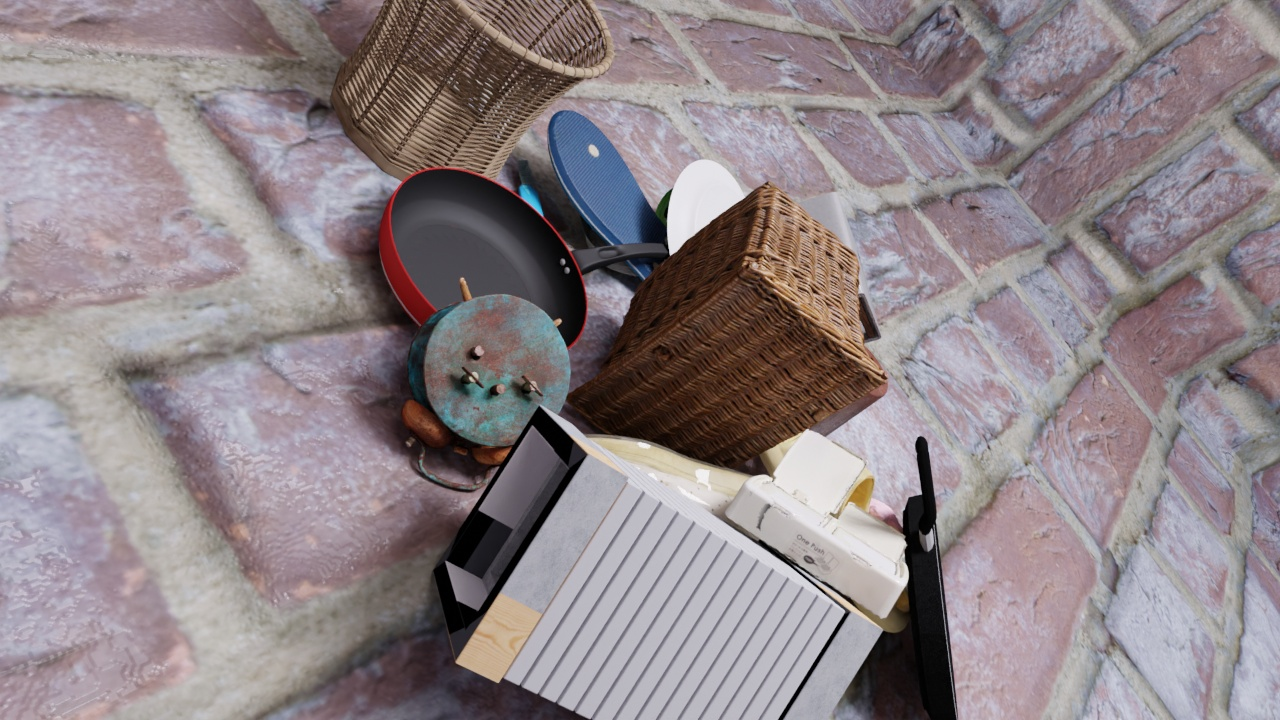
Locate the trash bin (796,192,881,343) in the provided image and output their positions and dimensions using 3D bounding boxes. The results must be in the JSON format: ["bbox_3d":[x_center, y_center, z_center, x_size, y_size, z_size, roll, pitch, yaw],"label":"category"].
[{"bbox_3d":[0.201,-0.088,1.069,0.228,0.115,0.114,30,47,-68],"label":"trash bin"}]

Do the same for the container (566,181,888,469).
[{"bbox_3d":[0.083,-0.030,0.849,0.162,0.251,0.182,37,43,-20],"label":"container"}]

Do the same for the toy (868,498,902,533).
[{"bbox_3d":[0.247,0.176,0.998,0.102,0.093,0.050,42,68,-1],"label":"toy"}]

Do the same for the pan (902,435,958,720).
[{"bbox_3d":[0.272,0.197,0.874,0.224,0.034,0.357,-78,154,-46],"label":"pan"}]

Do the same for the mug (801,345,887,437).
[{"bbox_3d":[0.235,0.030,1.105,0.122,0.110,0.096,-25,81,-54],"label":"mug"}]

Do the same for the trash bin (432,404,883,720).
[{"bbox_3d":[0.007,0.166,0.638,0.247,0.142,0.142,33,-2,-20],"label":"trash bin"}]

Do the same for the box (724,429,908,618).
[{"bbox_3d":[0.157,0.131,0.755,0.145,0.066,0.185,31,27,14],"label":"box"}]

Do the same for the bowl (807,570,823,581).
[{"bbox_3d":[0.141,0.178,0.908,0.110,0.041,0.109,40,26,-24],"label":"bowl"}]

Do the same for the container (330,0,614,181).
[{"bbox_3d":[-0.174,-0.295,0.901,0.226,0.197,0.226,28,39,-26],"label":"container"}]

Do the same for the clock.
[{"bbox_3d":[-0.124,0.024,0.721,0.121,0.073,0.157,22,78,-29],"label":"clock"}]

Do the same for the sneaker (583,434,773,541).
[{"bbox_3d":[0.023,0.134,0.805,0.241,0.089,0.102,18,76,-16],"label":"sneaker"}]

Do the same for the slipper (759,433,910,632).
[{"bbox_3d":[0.208,0.144,0.928,0.261,0.079,0.111,60,21,18],"label":"slipper"}]

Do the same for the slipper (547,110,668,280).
[{"bbox_3d":[-0.021,-0.148,1.048,0.295,0.060,0.118,49,38,-21],"label":"slipper"}]

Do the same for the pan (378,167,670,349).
[{"bbox_3d":[-0.094,-0.091,0.896,0.355,0.067,0.209,-8,66,-50],"label":"pan"}]

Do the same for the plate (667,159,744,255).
[{"bbox_3d":[0.094,-0.139,1.066,0.188,0.016,0.188,6,83,-52],"label":"plate"}]

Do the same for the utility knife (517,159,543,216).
[{"bbox_3d":[-0.112,-0.146,0.980,0.031,0.015,0.195,16,50,-38],"label":"utility knife"}]

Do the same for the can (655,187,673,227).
[{"bbox_3d":[0.094,-0.163,1.161,0.144,0.083,0.083,15,46,-38],"label":"can"}]
